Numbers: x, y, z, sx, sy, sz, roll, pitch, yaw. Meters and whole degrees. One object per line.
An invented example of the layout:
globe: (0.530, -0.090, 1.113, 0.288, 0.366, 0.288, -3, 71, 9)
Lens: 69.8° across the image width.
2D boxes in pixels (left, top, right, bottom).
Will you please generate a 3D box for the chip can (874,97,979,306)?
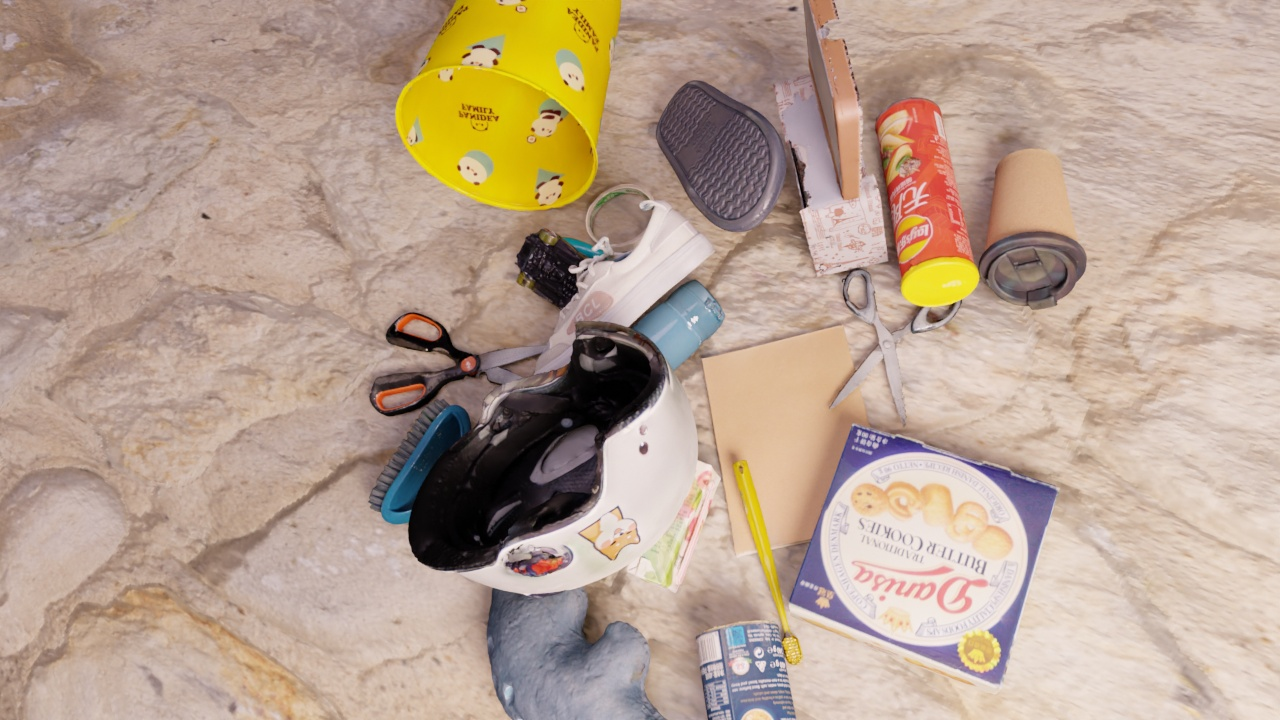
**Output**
chip can: (0.282, -0.162, 0.915, 0.073, 0.073, 0.216, -8, 60, 15)

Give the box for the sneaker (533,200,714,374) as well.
sneaker: (-0.041, -0.066, 0.932, 0.243, 0.089, 0.091, -42, 92, 24)

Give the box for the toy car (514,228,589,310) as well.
toy car: (-0.078, -0.088, 1.023, 0.158, 0.042, 0.070, 38, 107, 24)

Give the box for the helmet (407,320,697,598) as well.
helmet: (-0.057, 0.108, 0.819, 0.274, 0.157, 0.230, -41, 30, 9)

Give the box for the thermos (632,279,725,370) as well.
thermos: (-0.006, 0.006, 0.951, 0.220, 0.070, 0.070, -43, 60, -5)

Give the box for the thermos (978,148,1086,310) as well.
thermos: (0.372, -0.129, 0.876, 0.093, 0.093, 0.143, 1, 58, 19)

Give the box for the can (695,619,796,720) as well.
can: (0.091, 0.283, 0.780, 0.075, 0.075, 0.111, -14, 62, 12)

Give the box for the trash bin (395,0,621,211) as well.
trash bin: (-0.136, -0.347, 1.075, 0.230, 0.230, 0.254, 2, 62, 19)

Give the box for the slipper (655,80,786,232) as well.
slipper: (0.098, -0.216, 0.974, 0.111, 0.083, 0.268, -53, 35, 19)

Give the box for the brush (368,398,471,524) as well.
brush: (-0.226, 0.112, 0.978, 0.073, 0.055, 0.143, 25, 75, 28)

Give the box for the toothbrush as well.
toothbrush: (0.115, 0.181, 0.840, 0.016, 0.016, 0.190, -17, 69, 8)

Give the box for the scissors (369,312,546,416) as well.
scissors: (-0.212, -0.004, 1.047, 0.225, 0.022, 0.204, -29, 60, 5)

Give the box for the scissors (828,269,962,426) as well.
scissors: (0.240, -0.021, 0.901, 0.181, 0.014, 0.159, -37, 61, -6)

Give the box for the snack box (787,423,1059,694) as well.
snack box: (0.244, 0.166, 0.795, 0.178, 0.046, 0.182, 17, 72, 20)

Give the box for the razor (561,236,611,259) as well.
razor: (-0.049, -0.117, 1.041, 0.133, 0.028, 0.043, 23, 119, 27)

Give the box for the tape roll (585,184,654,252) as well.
tape roll: (-0.021, -0.165, 1.062, 0.086, 0.014, 0.085, -8, 64, 15)

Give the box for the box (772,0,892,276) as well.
box: (0.179, -0.220, 0.879, 0.082, 0.261, 0.176, -12, 63, 12)

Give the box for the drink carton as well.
drink carton: (0.035, 0.155, 0.871, 0.045, 0.053, 0.122, 16, 73, 24)

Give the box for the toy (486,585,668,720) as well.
toy: (-0.061, 0.275, 0.819, 0.137, 0.091, 0.356, -49, 48, -6)

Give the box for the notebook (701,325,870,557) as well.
notebook: (0.148, 0.075, 0.895, 0.150, 0.012, 0.211, -14, 62, 11)
